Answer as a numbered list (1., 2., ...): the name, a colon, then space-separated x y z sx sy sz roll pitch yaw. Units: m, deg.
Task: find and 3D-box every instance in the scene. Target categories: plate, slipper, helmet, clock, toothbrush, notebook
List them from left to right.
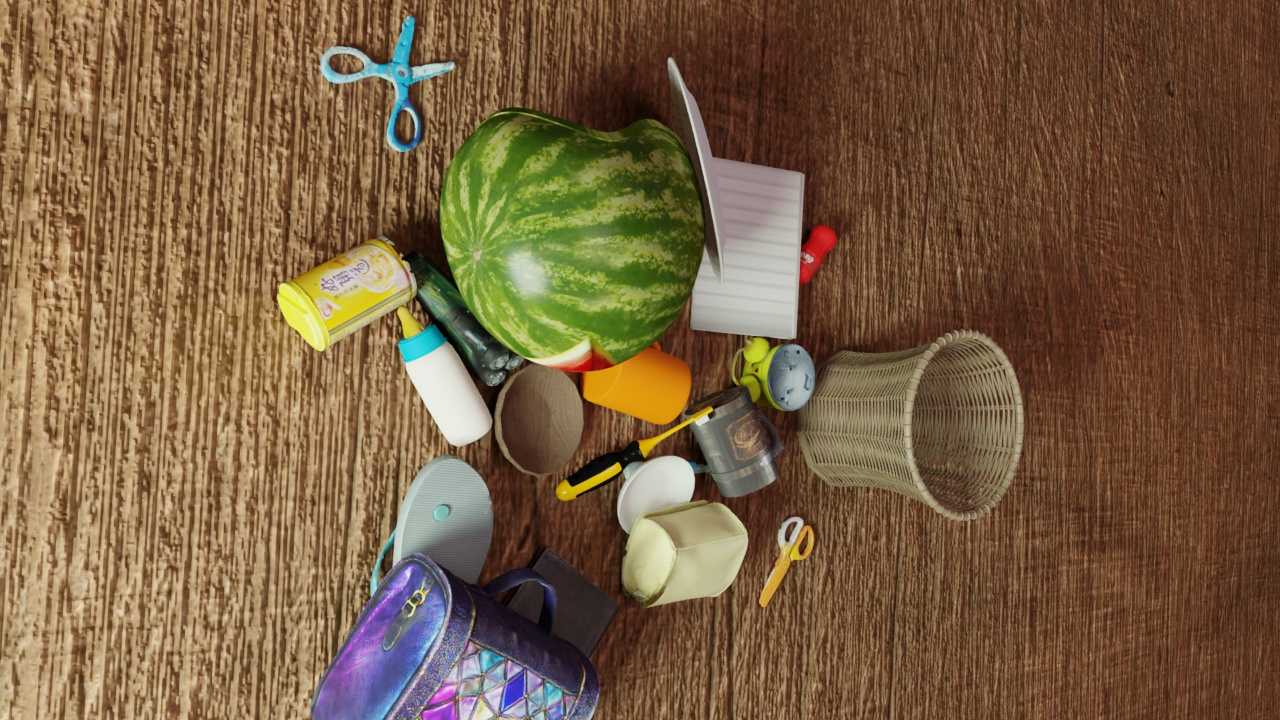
1. slipper: -0.209 0.218 0.883 0.098 0.055 0.269 12 94 -37
2. helmet: -0.065 -0.109 0.865 0.246 0.214 0.243 -4 78 -48
3. toothbrush: -0.005 0.099 1.002 0.196 0.031 0.031 -29 109 -12
4. plate: 0.013 0.149 1.034 0.104 0.026 0.104 -18 123 -30
5. plate: 0.065 -0.200 0.976 0.016 0.242 0.242 -14 99 2
6. notebook: 0.133 -0.136 1.124 0.142 0.009 0.209 5 87 -21
7. clock: 0.161 0.017 1.132 0.119 0.057 0.083 17 80 -34

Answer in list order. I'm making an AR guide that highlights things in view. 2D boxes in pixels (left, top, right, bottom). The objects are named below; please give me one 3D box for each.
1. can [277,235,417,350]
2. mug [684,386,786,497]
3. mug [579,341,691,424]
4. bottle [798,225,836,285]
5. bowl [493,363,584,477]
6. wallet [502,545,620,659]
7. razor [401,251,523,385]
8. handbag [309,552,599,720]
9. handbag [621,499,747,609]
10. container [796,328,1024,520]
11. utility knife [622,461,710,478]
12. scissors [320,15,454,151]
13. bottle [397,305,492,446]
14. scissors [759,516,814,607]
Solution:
1. can: -0.264 -0.061 0.828 0.104 0.068 0.068 -36 109 -30
2. mug: 0.121 0.088 1.084 0.115 0.080 0.107 -30 100 -38
3. mug: -0.006 0.006 1.011 0.096 0.078 0.112 21 51 -33
4. bottle: 0.210 -0.124 1.180 0.036 0.036 0.118 50 64 -24
5. bowl: -0.110 0.061 0.950 0.117 0.030 0.118 3 86 -47
6. wallet: -0.088 0.270 0.974 0.120 0.031 0.099 45 63 -23
7. razor: -0.176 -0.043 0.892 0.054 0.067 0.151 -43 108 -12
8. handbag: -0.157 0.286 0.827 0.221 0.125 0.205 -53 128 -9
9. handbag: 0.045 0.222 1.029 0.119 0.081 0.111 -3 122 -39
10. container: 0.336 0.077 1.168 0.226 0.197 0.227 1 89 -35
11. utility knife: 0.053 0.125 1.083 0.180 0.015 0.022 1 95 -38
12. scissors: -0.235 -0.264 0.886 0.133 0.011 0.138 -23 102 -35
13. bottle: -0.195 0.012 0.885 0.051 0.051 0.146 -36 109 -30
14. scissors: 0.181 0.258 1.170 0.064 0.013 0.127 47 64 -24
